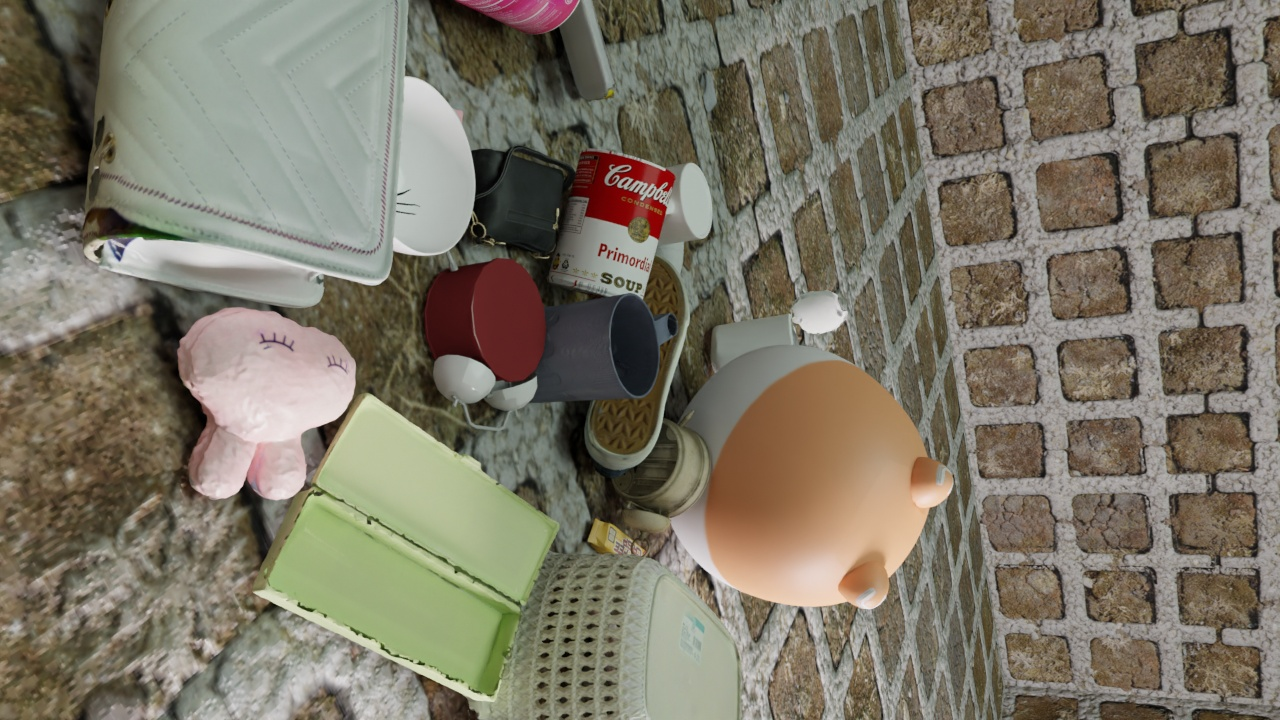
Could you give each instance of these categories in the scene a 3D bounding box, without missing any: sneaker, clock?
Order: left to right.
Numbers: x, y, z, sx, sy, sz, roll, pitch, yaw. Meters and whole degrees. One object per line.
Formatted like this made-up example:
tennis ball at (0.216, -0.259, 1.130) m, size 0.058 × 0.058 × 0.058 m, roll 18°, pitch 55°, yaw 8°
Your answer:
clock at (-0.115, -0.017, 0.683) m, size 0.096 × 0.048 × 0.137 m, roll 17°, pitch 71°, yaw -60°
sneaker at (-0.005, 0.005, 0.865) m, size 0.079 × 0.087 × 0.234 m, roll 101°, pitch -2°, yaw -58°
clock at (0.010, 0.115, 0.858) m, size 0.054 × 0.093 × 0.140 m, roll 35°, pitch 61°, yaw -47°

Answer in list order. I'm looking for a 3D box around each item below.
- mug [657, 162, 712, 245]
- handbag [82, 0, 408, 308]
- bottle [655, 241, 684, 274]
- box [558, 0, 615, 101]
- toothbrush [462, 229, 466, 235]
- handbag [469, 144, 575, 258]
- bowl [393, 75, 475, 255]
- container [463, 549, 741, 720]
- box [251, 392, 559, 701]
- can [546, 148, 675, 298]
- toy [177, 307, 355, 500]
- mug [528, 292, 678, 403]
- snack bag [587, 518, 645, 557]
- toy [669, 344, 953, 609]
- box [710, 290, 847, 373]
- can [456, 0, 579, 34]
mug at (0.007, -0.146, 0.890) m, size 0.110 × 0.091 × 0.074 m, roll -28°, pitch 110°, yaw -60°
handbag at (-0.209, -0.135, 0.484) m, size 0.141 × 0.096 × 0.198 m, roll 13°, pitch 74°, yaw -46°
bottle at (0.022, -0.074, 0.957) m, size 0.044 × 0.044 × 0.136 m, roll 25°, pitch 63°, yaw -58°
box at (-0.065, -0.339, 0.820) m, size 0.128 × 0.045 × 0.210 m, roll -111°, pitch -175°, yaw -71°
toothbrush at (-0.165, -0.158, 0.648) m, size 0.167 × 0.016 × 0.016 m, roll 65°, pitch 33°, yaw -31°
handbag at (-0.098, -0.124, 0.731) m, size 0.128 × 0.054 × 0.079 m, roll -2°, pitch 92°, yaw -65°
bowl at (-0.164, -0.125, 0.605) m, size 0.114 × 0.051 × 0.114 m, roll 9°, pitch 80°, yaw -63°
container at (-0.018, 0.253, 0.719) m, size 0.251 × 0.143 × 0.184 m, roll 53°, pitch 33°, yaw -45°
box at (-0.139, 0.123, 0.593) m, size 0.187 × 0.030 × 0.138 m, roll 41°, pitch 54°, yaw -36°
can at (-0.025, -0.113, 0.795) m, size 0.086 × 0.087 × 0.116 m, roll 13°, pitch 93°, yaw -61°
toy at (-0.207, 0.026, 0.506) m, size 0.108 × 0.053 × 0.105 m, roll 18°, pitch 84°, yaw -61°
mug at (-0.040, -0.013, 0.765) m, size 0.123 × 0.104 × 0.084 m, roll -34°, pitch 115°, yaw -59°
snack bag at (-0.020, 0.177, 0.860) m, size 0.099 × 0.020 × 0.026 m, roll 49°, pitch 45°, yaw -47°
toy at (0.169, 0.125, 0.942) m, size 0.265 × 0.281 × 0.262 m, roll 38°, pitch 83°, yaw -40°
box at (0.168, -0.025, 1.101) m, size 0.094 × 0.166 × 0.084 m, roll -80°, pitch 155°, yaw -48°
can at (-0.115, -0.310, 0.690) m, size 0.165 × 0.088 × 0.088 m, roll -5°, pitch 90°, yaw -62°
